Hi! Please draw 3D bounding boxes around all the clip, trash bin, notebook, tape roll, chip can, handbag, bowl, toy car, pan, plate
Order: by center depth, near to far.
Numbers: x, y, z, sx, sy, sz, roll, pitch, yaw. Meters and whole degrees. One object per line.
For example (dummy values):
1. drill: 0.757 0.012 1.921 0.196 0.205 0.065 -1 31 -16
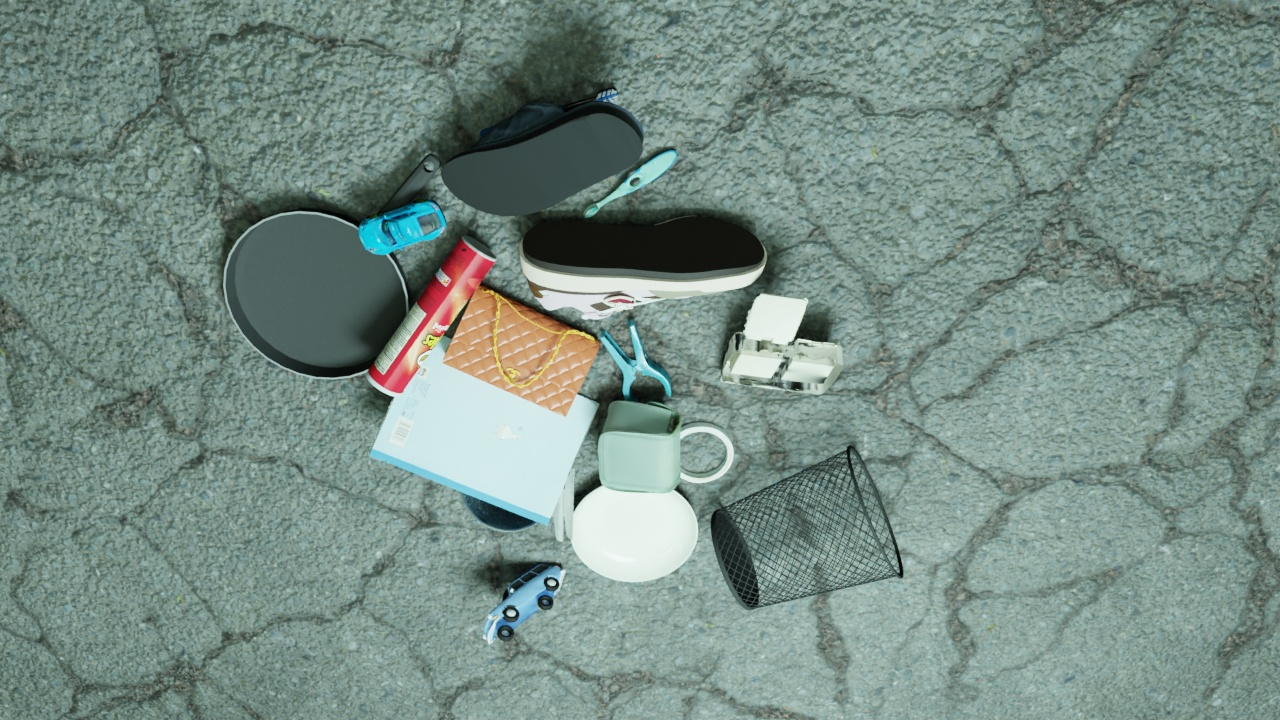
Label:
1. toy car: -0.280 -0.154 1.075 0.105 0.032 0.048 -15 119 8
2. pan: -0.356 -0.124 1.127 0.225 0.034 0.357 40 110 -19
3. chip can: -0.258 -0.054 1.133 0.052 0.051 0.215 34 101 -17
4. handbag: -0.150 -0.013 1.169 0.172 0.060 0.109 25 98 -13
5. notebook: -0.203 0.090 1.207 0.253 0.009 0.181 25 85 -12
6. clip: -0.021 0.016 1.209 0.120 0.030 0.130 -36 112 22
7. handbag: 0.002 0.116 1.222 0.106 0.067 0.122 6 133 8
8. trash bin: 0.220 0.238 1.247 0.210 0.183 0.184 -23 115 17
9. bowl: -0.185 0.170 1.257 0.137 0.136 0.057 24 156 -12
10. tape roll: 0.083 0.128 1.274 0.093 0.013 0.093 0 118 0
11. clip: -0.125 0.200 1.281 0.060 0.052 0.102 2 91 18
12. plate: -0.010 0.237 1.317 0.182 0.034 0.182 0 118 0
13. toy car: -0.171 0.347 1.323 0.055 0.153 0.056 35 128 23

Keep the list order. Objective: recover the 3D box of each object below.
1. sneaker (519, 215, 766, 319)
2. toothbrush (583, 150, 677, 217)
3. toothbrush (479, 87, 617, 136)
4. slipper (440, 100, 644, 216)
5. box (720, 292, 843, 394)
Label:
1. sneaker: 0.004 -0.097 1.118 0.294 0.111 0.117 -2 139 -1
2. toothbrush: -0.013 -0.209 1.095 0.135 0.017 0.022 -32 110 15
3. toothbrush: -0.106 -0.284 1.058 0.168 0.014 0.014 -16 121 7
4. slipper: -0.107 -0.242 1.035 0.266 0.083 0.109 -13 141 35
5. box: 0.186 -0.020 1.139 0.143 0.044 0.185 7 153 -6
